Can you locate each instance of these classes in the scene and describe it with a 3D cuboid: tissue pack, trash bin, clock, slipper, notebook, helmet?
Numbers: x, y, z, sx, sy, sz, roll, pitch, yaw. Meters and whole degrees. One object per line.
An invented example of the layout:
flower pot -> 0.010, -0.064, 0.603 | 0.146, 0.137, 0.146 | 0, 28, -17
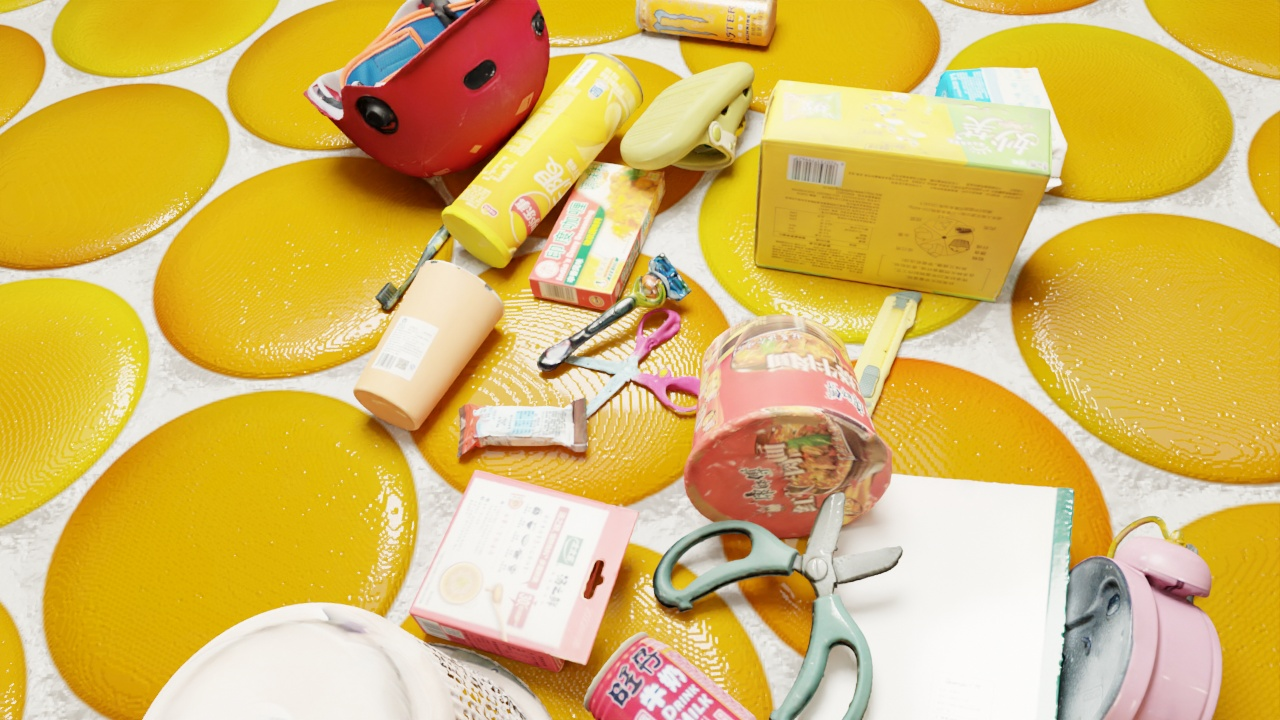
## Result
tissue pack -> 0.325, -0.209, 0.842 | 0.090, 0.063, 0.139 | -2, 55, 1
trash bin -> -0.157, 0.232, 0.486 | 0.227, 0.192, 0.227 | -2, 54, 3
clock -> 0.287, 0.165, 0.547 | 0.060, 0.117, 0.158 | 19, 59, 4
slipper -> 0.049, -0.214, 0.864 | 0.092, 0.082, 0.190 | -2, 34, 35
notebook -> 0.188, 0.165, 0.584 | 0.151, 0.012, 0.208 | 0, 52, 31
helmet -> -0.168, -0.253, 0.842 | 0.240, 0.144, 0.206 | 5, 50, 46

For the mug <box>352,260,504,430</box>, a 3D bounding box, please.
mug -> -0.172, -0.010, 0.735 | 0.078, 0.078, 0.122 | 18, 62, 17

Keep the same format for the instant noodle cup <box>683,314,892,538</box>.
instant noodle cup -> 0.097, 0.043, 0.645 | 0.138, 0.138, 0.108 | -2, 45, 3

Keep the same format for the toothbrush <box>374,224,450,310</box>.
toothbrush -> -0.186, -0.117, 0.845 | 0.012, 0.017, 0.185 | -8, 43, 46

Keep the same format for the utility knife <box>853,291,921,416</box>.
utility knife -> 0.180, 0.020, 0.723 | 0.031, 0.022, 0.212 | 16, 62, 22

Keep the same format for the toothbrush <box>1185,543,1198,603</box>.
toothbrush -> 0.346, 0.200, 0.577 | 0.014, 0.016, 0.189 | 9, 56, 20

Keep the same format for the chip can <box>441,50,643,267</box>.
chip can -> -0.086, -0.184, 0.831 | 0.072, 0.072, 0.213 | 29, 72, 23

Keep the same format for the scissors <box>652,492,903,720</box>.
scissors -> 0.079, 0.161, 0.599 | 0.179, 0.019, 0.170 | 5, 69, 30

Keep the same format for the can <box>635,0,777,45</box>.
can -> 0.071, -0.377, 0.986 | 0.146, 0.058, 0.058 | 12, 56, 13

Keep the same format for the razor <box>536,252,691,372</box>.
razor -> -0.026, -0.035, 0.752 | 0.142, 0.022, 0.042 | -35, 86, -9

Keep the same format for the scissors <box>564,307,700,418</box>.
scissors -> -0.004, 0.003, 0.747 | 0.133, 0.017, 0.135 | 12, 59, 17

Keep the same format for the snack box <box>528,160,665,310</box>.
snack box -> -0.036, -0.115, 0.826 | 0.077, 0.027, 0.155 | 12, 56, 14

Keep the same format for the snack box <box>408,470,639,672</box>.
snack box -> -0.075, 0.146, 0.631 | 0.127, 0.044, 0.113 | 12, 56, 14

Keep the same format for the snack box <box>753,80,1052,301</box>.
snack box -> 0.201, -0.133, 0.739 | 0.210, 0.158, 0.069 | 9, 59, 11

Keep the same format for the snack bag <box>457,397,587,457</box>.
snack bag -> -0.092, 0.052, 0.711 | 0.104, 0.026, 0.048 | -3, 61, 1

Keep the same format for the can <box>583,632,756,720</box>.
can -> 0.019, 0.218, 0.558 | 0.094, 0.067, 0.066 | 34, 63, 25
